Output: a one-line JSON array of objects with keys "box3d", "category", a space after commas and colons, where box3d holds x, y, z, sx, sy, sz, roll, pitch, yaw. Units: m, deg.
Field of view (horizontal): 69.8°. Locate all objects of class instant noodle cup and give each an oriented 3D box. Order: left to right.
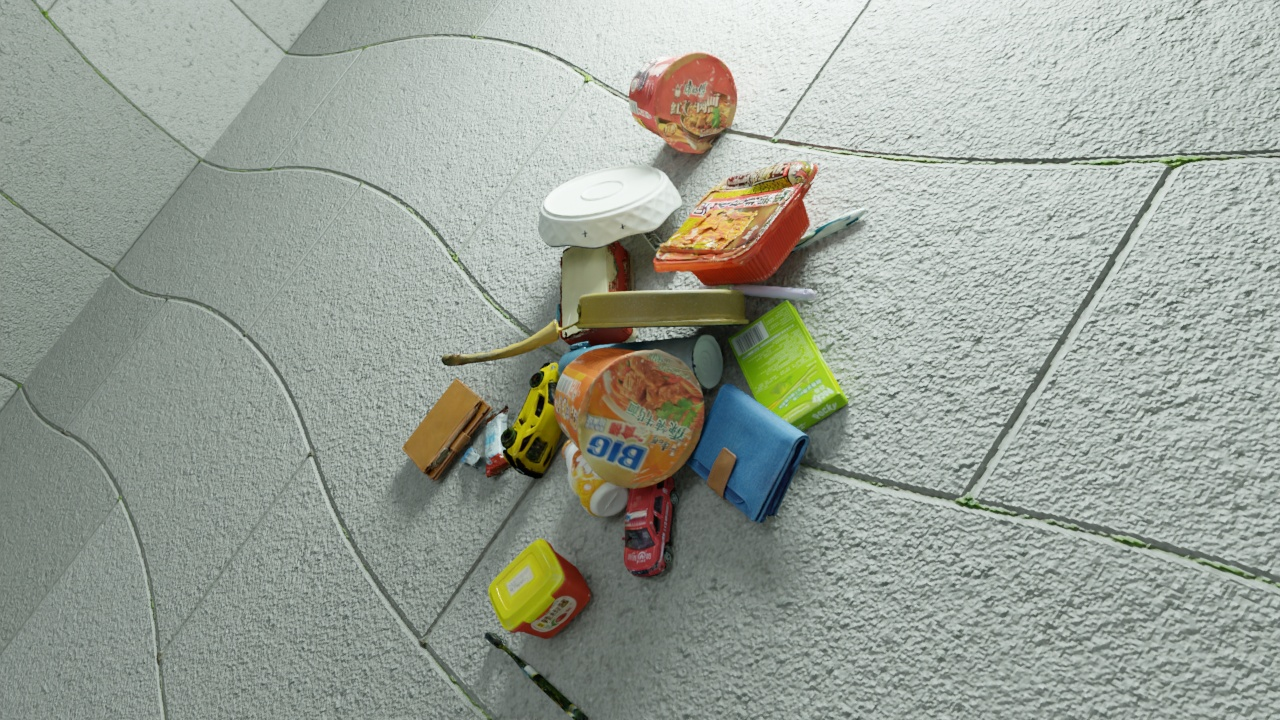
[{"box3d": [-0.021, 0.053, 1.015, 0.151, 0.151, 0.111, -55, 28, -7], "category": "instant noodle cup"}, {"box3d": [0.053, -0.377, 1.317, 0.138, 0.138, 0.108, -50, 36, -2], "category": "instant noodle cup"}, {"box3d": [0.122, -0.154, 1.104, 0.165, 0.079, 0.188, 3, 46, 50], "category": "instant noodle cup"}]

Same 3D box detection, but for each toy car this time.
[{"box3d": [-0.125, 0.074, 1.173, 0.041, 0.071, 0.155, 2, 61, 42], "category": "toy car"}, {"box3d": [0.008, 0.177, 1.008, 0.053, 0.045, 0.120, -17, 53, 32], "category": "toy car"}]

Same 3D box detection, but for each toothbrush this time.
[{"box3d": [-0.118, 0.346, 1.007, 0.186, 0.017, 0.012, 22, 73, 46], "category": "toothbrush"}, {"box3d": [0.135, -0.080, 1.085, 0.189, 0.021, 0.029, 10, 62, 54], "category": "toothbrush"}, {"box3d": [0.184, -0.140, 1.114, 0.192, 0.018, 0.016, -26, 46, 24], "category": "toothbrush"}]

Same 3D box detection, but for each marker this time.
[{"box3d": [0.017, -0.168, 1.273, 0.017, 0.017, 0.145, -40, 43, 9], "category": "marker"}]

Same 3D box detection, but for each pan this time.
[{"box3d": [-0.054, -0.037, 1.062, 0.357, 0.197, 0.078, -2, 92, 1], "category": "pan"}]

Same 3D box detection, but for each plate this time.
[{"box3d": [-0.048, -0.218, 1.274, 0.205, 0.046, 0.204, -11, 30, 6], "category": "plate"}]

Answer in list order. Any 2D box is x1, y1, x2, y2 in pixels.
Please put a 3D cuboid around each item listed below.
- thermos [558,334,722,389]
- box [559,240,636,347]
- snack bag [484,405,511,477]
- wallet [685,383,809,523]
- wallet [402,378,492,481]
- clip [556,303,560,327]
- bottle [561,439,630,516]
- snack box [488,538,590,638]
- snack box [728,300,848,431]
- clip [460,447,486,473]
[{"box3d": [-0.007, 0.007, 1.128, 0.221, 0.070, 0.070, -4, 58, 37], "category": "thermos"}, {"box3d": [-0.062, -0.094, 1.238, 0.091, 0.078, 0.168, -25, 48, 25], "category": "box"}, {"box3d": [-0.194, 0.108, 1.238, 0.045, 0.026, 0.105, -36, 42, 27], "category": "snack bag"}, {"box3d": [0.109, 0.096, 0.970, 0.133, 0.040, 0.106, 38, 106, 51], "category": "wallet"}, {"box3d": [-0.278, 0.097, 1.313, 0.131, 0.031, 0.108, -54, 39, -5], "category": "wallet"}, {"box3d": [-0.108, -0.062, 1.302, 0.041, 0.014, 0.056, -21, 49, 28], "category": "clip"}, {"box3d": [-0.056, 0.133, 1.077, 0.063, 0.063, 0.108, -46, 42, 3], "category": "bottle"}, {"box3d": [-0.110, 0.257, 1.019, 0.091, 0.080, 0.082, -44, 43, 5], "category": "snack box"}, {"box3d": [0.160, 0.010, 1.017, 0.086, 0.026, 0.156, -35, 43, 14], "category": "snack box"}, {"box3d": [-0.226, 0.137, 1.254, 0.057, 0.028, 0.024, 16, 69, 55], "category": "clip"}]
